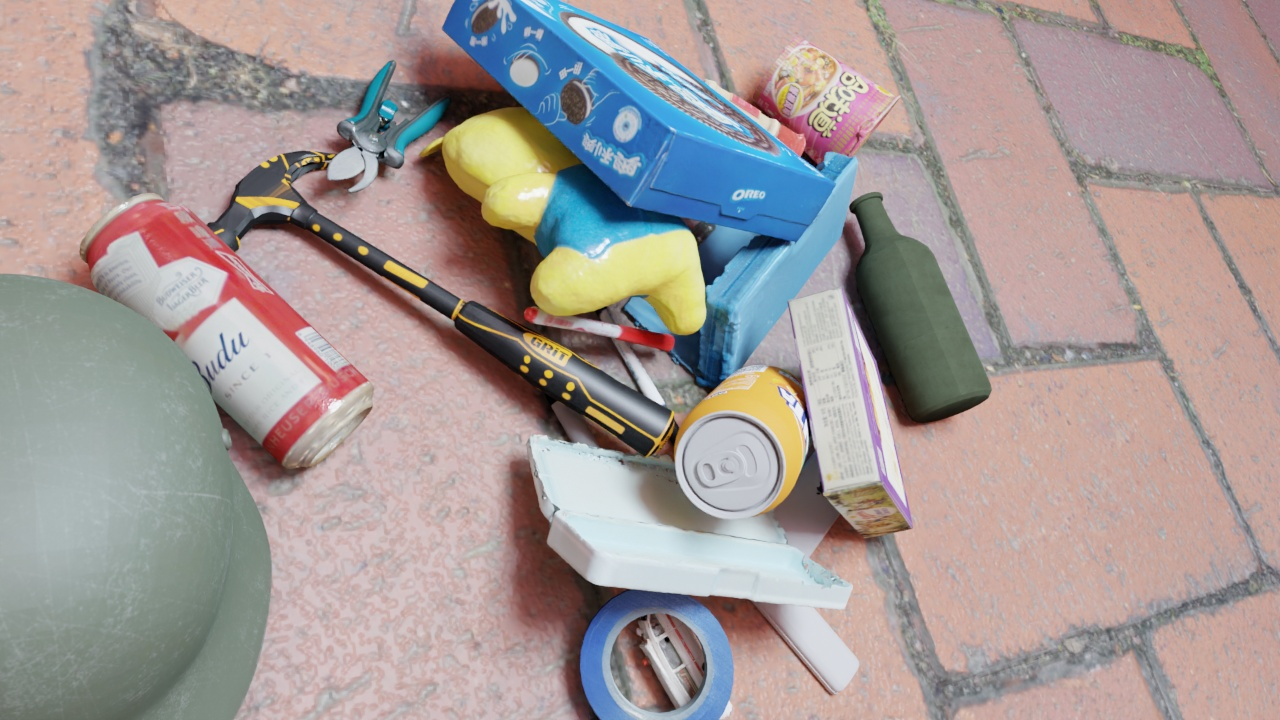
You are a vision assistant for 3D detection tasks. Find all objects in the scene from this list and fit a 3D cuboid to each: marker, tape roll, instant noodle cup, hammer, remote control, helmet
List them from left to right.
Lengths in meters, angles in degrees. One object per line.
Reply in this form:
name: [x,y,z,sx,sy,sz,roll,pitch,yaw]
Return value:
helmet: [-0.276,0.058,0.401,0.226,0.154,0.267,-4,56,-31]
hammer: [-0.116,-0.034,0.601,0.320,0.036,0.123,31,49,-4]
marker: [-0.045,0.044,0.627,0.016,0.016,0.140,-24,80,-36]
marker: [-0.025,-0.021,0.625,0.142,0.013,0.012,10,59,-49]
marker: [-0.004,0.004,0.675,0.011,0.011,0.152,-24,79,-36]
tape roll: [0.010,0.183,0.551,0.091,0.016,0.093,3,78,-2]
remote control: [0.104,0.175,0.647,0.131,0.012,0.033,49,52,2]
instant noodle cup: [0.167,-0.239,0.854,0.108,0.098,0.097,40,52,4]
remote control: [0.140,0.100,0.709,0.045,0.008,0.146,48,52,0]

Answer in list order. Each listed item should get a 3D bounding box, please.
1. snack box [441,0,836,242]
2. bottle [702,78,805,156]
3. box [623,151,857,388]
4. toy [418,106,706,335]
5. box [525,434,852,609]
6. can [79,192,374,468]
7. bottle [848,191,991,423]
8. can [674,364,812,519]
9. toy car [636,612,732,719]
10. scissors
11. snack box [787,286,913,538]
snack box: [-0.001,-0.181,0.656,0.195,0.056,0.239,1,39,-50]
bottle: [0.094,-0.209,0.821,0.109,0.044,0.044,28,55,-14]
box: [0.082,-0.090,0.746,0.102,0.094,0.230,25,51,19]
toy: [-0.049,-0.110,0.633,0.148,0.084,0.214,4,38,-44]
box: [0.029,0.108,0.584,0.197,0.049,0.136,16,22,-33]
can: [-0.231,-0.016,0.519,0.170,0.067,0.067,45,52,-3]
bottle: [0.233,-0.051,0.802,0.071,0.072,0.206,-6,69,-32]
can: [0.072,0.052,0.613,0.079,0.079,0.142,52,19,3]
toy car: [0.016,0.177,0.582,0.039,0.039,0.113,-30,81,-16]
scissors: [-0.180,-0.168,0.648,0.127,0.019,0.153,-8,62,-41]
snack box: [0.154,0.042,0.663,0.148,0.041,0.143,43,36,-58]
